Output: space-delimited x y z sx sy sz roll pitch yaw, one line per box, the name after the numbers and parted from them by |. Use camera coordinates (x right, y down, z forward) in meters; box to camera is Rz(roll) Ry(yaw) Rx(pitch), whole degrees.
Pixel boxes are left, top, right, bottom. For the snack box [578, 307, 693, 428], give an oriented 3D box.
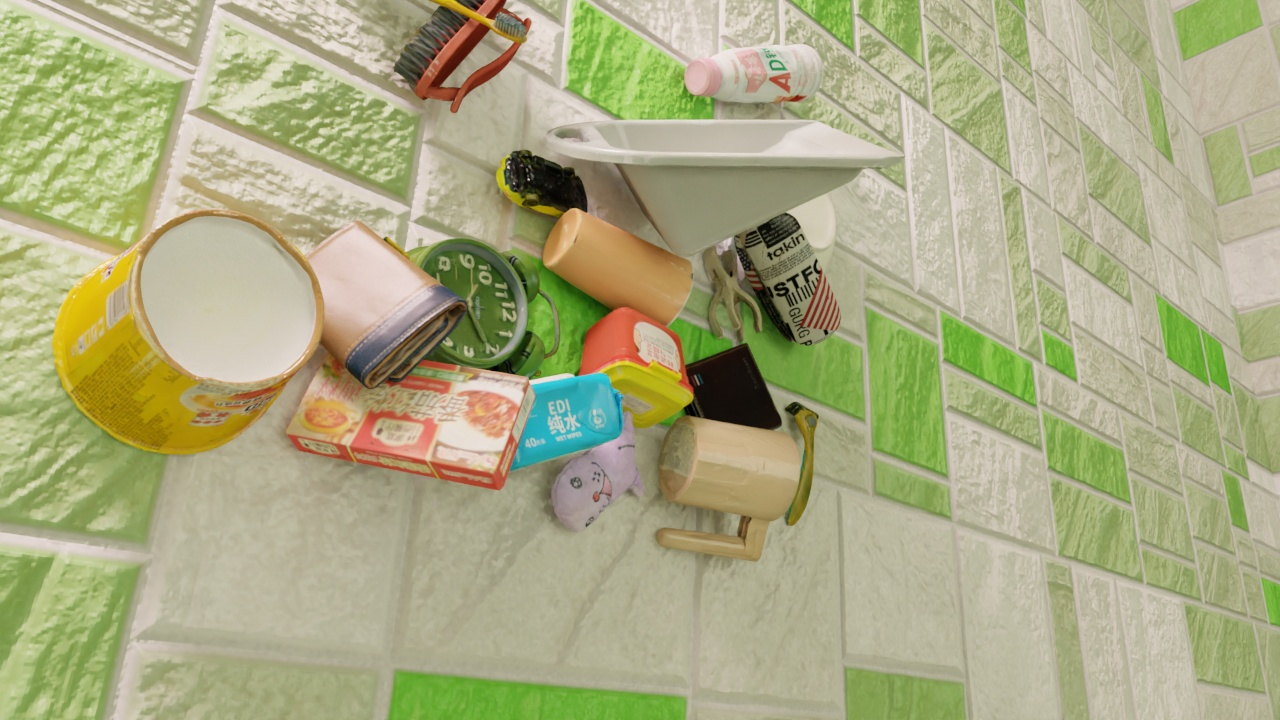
-0.005 0.005 0.809 0.091 0.082 0.080 27 48 -34 | snack box

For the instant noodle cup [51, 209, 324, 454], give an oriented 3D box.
-0.264 -0.022 0.555 0.138 0.110 0.137 18 63 -38 | instant noodle cup

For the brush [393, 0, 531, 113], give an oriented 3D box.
-0.148 -0.269 0.783 0.069 0.063 0.145 36 54 -12 | brush

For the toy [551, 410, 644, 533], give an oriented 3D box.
-0.036 0.102 0.773 0.107 0.039 0.084 -37 123 -45 | toy

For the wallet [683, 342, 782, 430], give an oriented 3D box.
0.089 0.039 0.925 0.122 0.020 0.096 -19 88 -47 | wallet

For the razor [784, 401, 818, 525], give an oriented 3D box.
0.169 0.110 0.969 0.043 0.028 0.132 31 58 -35 | razor

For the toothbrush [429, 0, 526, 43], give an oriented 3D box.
-0.178 -0.306 0.745 0.191 0.018 0.016 27 54 -1 | toothbrush

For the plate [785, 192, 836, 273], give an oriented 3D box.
0.183 -0.176 1.077 0.164 0.034 0.163 42 51 -25 | plate

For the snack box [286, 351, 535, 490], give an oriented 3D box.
-0.154 0.037 0.621 0.025 0.153 0.075 79 24 -55 | snack box

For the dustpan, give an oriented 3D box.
0.058 -0.201 0.830 0.143 0.258 0.222 60 3 -24 | dustpan

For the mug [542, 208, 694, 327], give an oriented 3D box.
-0.023 -0.083 0.829 0.122 0.078 0.078 26 59 -27 | mug

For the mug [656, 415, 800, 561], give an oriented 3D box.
0.074 0.117 0.835 0.103 0.084 0.124 13 93 -22 | mug

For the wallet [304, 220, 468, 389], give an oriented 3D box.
-0.190 -0.041 0.634 0.115 0.033 0.090 37 67 20 | wallet

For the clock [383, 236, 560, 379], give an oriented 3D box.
-0.130 -0.037 0.721 0.161 0.056 0.116 7 71 -41 | clock

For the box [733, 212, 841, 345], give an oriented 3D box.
0.149 -0.091 0.989 0.076 0.087 0.163 -35 121 -1 | box

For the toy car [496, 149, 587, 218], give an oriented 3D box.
-0.087 -0.153 0.821 0.105 0.032 0.048 7 69 -53 | toy car

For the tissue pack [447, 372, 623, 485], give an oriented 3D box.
-0.087 0.050 0.706 0.139 0.090 0.063 -11 83 -44 | tissue pack

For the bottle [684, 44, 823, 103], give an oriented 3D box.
0.131 -0.331 1.064 0.196 0.068 0.068 -17 87 -41 | bottle

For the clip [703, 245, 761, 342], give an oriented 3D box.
0.083 -0.068 0.947 0.082 0.035 0.104 -18 83 -45 | clip
